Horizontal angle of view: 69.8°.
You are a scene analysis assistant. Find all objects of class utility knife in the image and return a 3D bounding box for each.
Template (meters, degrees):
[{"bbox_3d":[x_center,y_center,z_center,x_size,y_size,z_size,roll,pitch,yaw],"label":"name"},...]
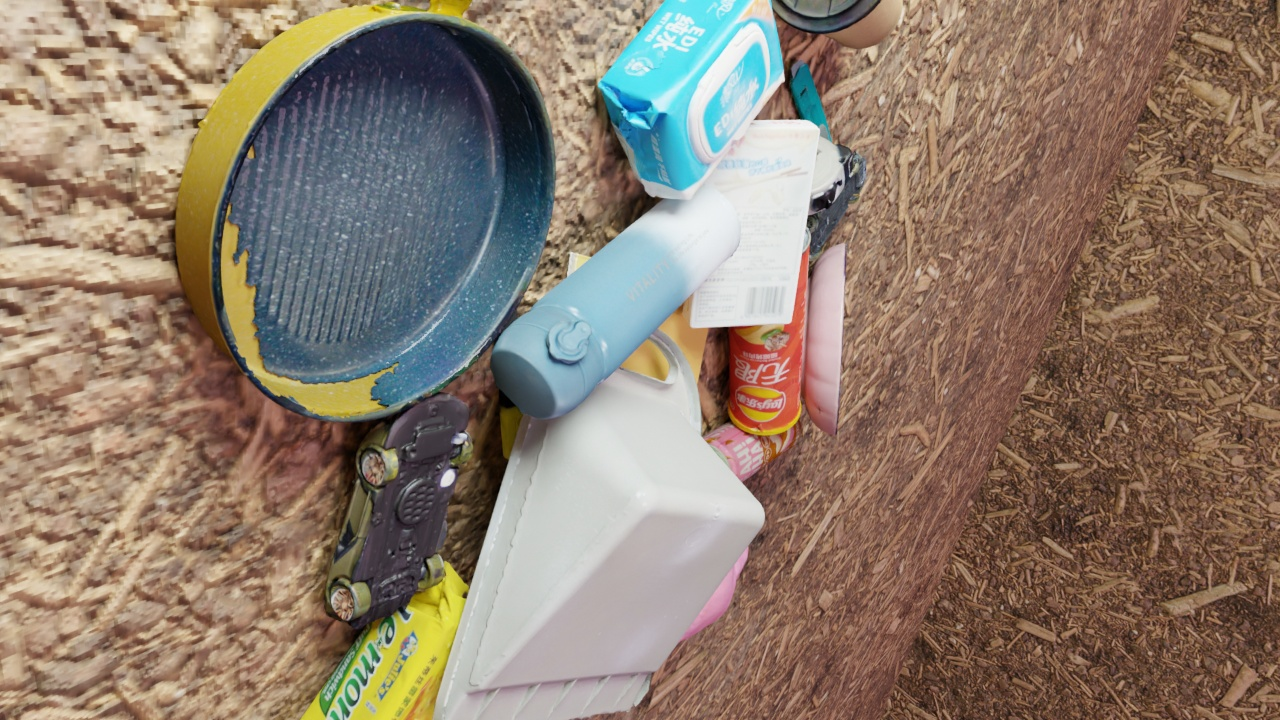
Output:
[{"bbox_3d":[0.149,-0.206,0.789,0.029,0.013,0.160,-59,151,-7],"label":"utility knife"}]

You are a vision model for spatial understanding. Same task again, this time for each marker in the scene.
[{"bbox_3d":[-0.084,0.017,0.599,0.018,0.015,0.124,-38,142,-42],"label":"marker"}]

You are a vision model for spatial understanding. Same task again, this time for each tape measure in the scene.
[{"bbox_3d":[0.135,-0.153,0.755,0.066,0.066,0.033,-55,153,-16],"label":"tape measure"}]

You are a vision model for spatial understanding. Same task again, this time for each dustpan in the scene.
[{"bbox_3d":[-0.030,0.114,0.651,0.258,0.142,0.222,-52,145,13],"label":"dustpan"}]

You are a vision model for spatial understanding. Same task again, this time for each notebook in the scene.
[{"bbox_3d":[-0.004,0.004,0.691,0.206,0.010,0.146,4,99,-59],"label":"notebook"}]

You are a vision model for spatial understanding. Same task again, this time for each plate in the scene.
[{"bbox_3d":[0.184,-0.022,0.922,0.192,0.039,0.192,4,89,-78],"label":"plate"}]

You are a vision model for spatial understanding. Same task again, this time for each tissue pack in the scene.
[{"bbox_3d":[0.037,-0.176,0.580,0.139,0.063,0.090,-53,150,-16],"label":"tissue pack"}]

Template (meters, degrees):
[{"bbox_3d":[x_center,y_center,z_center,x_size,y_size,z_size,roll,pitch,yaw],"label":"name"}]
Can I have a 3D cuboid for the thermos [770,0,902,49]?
[{"bbox_3d":[0.146,-0.272,0.659,0.143,0.093,0.093,-12,124,-64],"label":"thermos"}]

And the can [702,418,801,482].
[{"bbox_3d":[0.103,0.085,0.917,0.147,0.058,0.058,-23,133,-49],"label":"can"}]

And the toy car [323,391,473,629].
[{"bbox_3d":[-0.141,0.087,0.536,0.070,0.042,0.158,-8,122,-56],"label":"toy car"}]

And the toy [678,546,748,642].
[{"bbox_3d":[0.060,0.227,0.950,0.194,0.074,0.179,-11,129,-59],"label":"toy"}]

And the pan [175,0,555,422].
[{"bbox_3d":[-0.085,-0.131,0.404,0.197,0.078,0.358,-13,125,-55],"label":"pan"}]

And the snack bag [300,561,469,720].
[{"bbox_3d":[-0.168,0.259,0.613,0.246,0.068,0.158,-55,150,-13],"label":"snack bag"}]

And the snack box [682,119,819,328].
[{"bbox_3d":[0.080,-0.100,0.689,0.084,0.027,0.157,-3,117,-12],"label":"snack box"}]

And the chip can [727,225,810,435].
[{"bbox_3d":[0.113,-0.026,0.824,0.073,0.073,0.217,-43,147,-31],"label":"chip can"}]

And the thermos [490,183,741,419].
[{"bbox_3d":[-0.010,-0.042,0.584,0.219,0.070,0.070,-46,148,-43],"label":"thermos"}]

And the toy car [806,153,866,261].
[{"bbox_3d":[0.168,-0.141,0.848,0.120,0.037,0.054,-51,152,-12],"label":"toy car"}]
